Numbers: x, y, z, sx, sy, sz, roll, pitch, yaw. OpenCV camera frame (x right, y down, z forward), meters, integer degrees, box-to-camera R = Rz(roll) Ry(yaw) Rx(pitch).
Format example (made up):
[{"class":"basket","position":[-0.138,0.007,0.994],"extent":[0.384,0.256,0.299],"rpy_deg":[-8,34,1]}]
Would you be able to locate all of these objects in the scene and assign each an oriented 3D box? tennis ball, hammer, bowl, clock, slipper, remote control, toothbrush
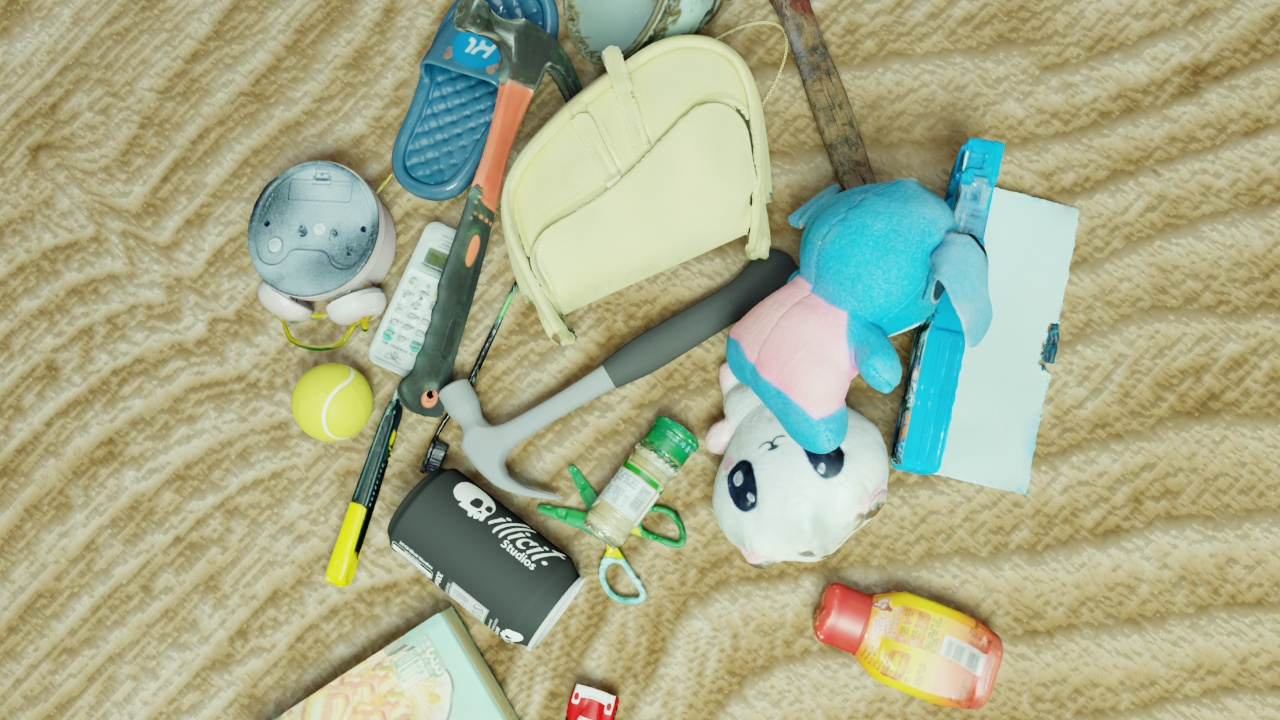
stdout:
[{"class":"tennis ball","position":[-0.256,0.035,0.763],"extent":[0.065,0.065,0.065],"rpy_deg":[-1,83,6]},{"class":"hammer","position":[0.170,-0.197,0.758],"extent":[0.120,0.033,0.330],"rpy_deg":[-17,83,-3]},{"class":"hammer","position":[-0.005,0.004,0.751],"extent":[0.311,0.029,0.125],"rpy_deg":[-30,83,-1]},{"class":"bowl","position":[0.015,-0.317,0.751],"extent":[0.093,0.160,0.160],"rpy_deg":[-1,80,-35]},{"class":"clock","position":[-0.268,-0.087,0.780],"extent":[0.117,0.059,0.158],"rpy_deg":[3,83,11]},{"class":"hammer","position":[-0.136,-0.113,0.757],"extent":[0.033,0.133,0.333],"rpy_deg":[22,95,47]},{"class":"slipper","position":[-0.151,-0.240,0.789],"extent":[0.104,0.059,0.213],"rpy_deg":[27,88,11]},{"class":"remote control","position":[-0.185,-0.051,0.787],"extent":[0.050,0.022,0.133],"rpy_deg":[23,86,9]},{"class":"toothbrush","position":[-0.140,0.012,0.779],"extent":[0.017,0.014,0.188],"rpy_deg":[26,86,-4]}]

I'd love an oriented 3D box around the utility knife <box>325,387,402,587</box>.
[{"class":"utility knife","position":[-0.227,0.104,0.770],"extent":[0.020,0.029,0.174],"rpy_deg":[16,85,4]}]

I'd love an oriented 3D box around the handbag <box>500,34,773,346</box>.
[{"class":"handbag","position":[-0.005,-0.137,0.717],"extent":[0.233,0.088,0.191],"rpy_deg":[-25,92,-2]}]

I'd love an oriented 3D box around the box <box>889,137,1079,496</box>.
[{"class":"box","position":[0.268,-0.026,0.692],"extent":[0.114,0.114,0.243],"rpy_deg":[12,85,13]}]

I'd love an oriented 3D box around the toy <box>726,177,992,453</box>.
[{"class":"toy","position":[0.137,-0.046,0.656],"extent":[0.099,0.224,0.191],"rpy_deg":[30,102,-34]}]

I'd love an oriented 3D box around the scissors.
[{"class":"scissors","position":[-0.030,0.146,0.751],"extent":[0.131,0.012,0.112],"rpy_deg":[13,82,8]}]

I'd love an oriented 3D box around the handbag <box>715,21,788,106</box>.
[{"class":"handbag","position":[0.059,-0.223,0.781],"extent":[0.084,0.027,0.178],"rpy_deg":[44,85,8]}]

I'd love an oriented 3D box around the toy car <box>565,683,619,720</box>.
[{"class":"toy car","position":[-0.046,0.302,0.726],"extent":[0.038,0.025,0.089],"rpy_deg":[15,85,8]}]

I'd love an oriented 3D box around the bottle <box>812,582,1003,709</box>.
[{"class":"bottle","position":[0.199,0.212,0.697],"extent":[0.134,0.048,0.071],"rpy_deg":[19,85,8]}]

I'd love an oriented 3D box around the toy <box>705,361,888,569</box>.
[{"class":"toy","position":[0.113,0.068,0.708],"extent":[0.139,0.101,0.179],"rpy_deg":[-27,61,15]}]

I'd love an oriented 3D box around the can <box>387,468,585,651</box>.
[{"class":"can","position":[-0.122,0.155,0.725],"extent":[0.146,0.080,0.080],"rpy_deg":[36,88,9]}]

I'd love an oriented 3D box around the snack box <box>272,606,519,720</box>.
[{"class":"snack box","position":[-0.199,0.310,0.733],"extent":[0.193,0.044,0.141],"rpy_deg":[-33,82,1]}]

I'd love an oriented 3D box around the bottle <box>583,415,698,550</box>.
[{"class":"bottle","position":[0.000,0.097,0.731],"extent":[0.042,0.043,0.110],"rpy_deg":[36,80,9]}]
